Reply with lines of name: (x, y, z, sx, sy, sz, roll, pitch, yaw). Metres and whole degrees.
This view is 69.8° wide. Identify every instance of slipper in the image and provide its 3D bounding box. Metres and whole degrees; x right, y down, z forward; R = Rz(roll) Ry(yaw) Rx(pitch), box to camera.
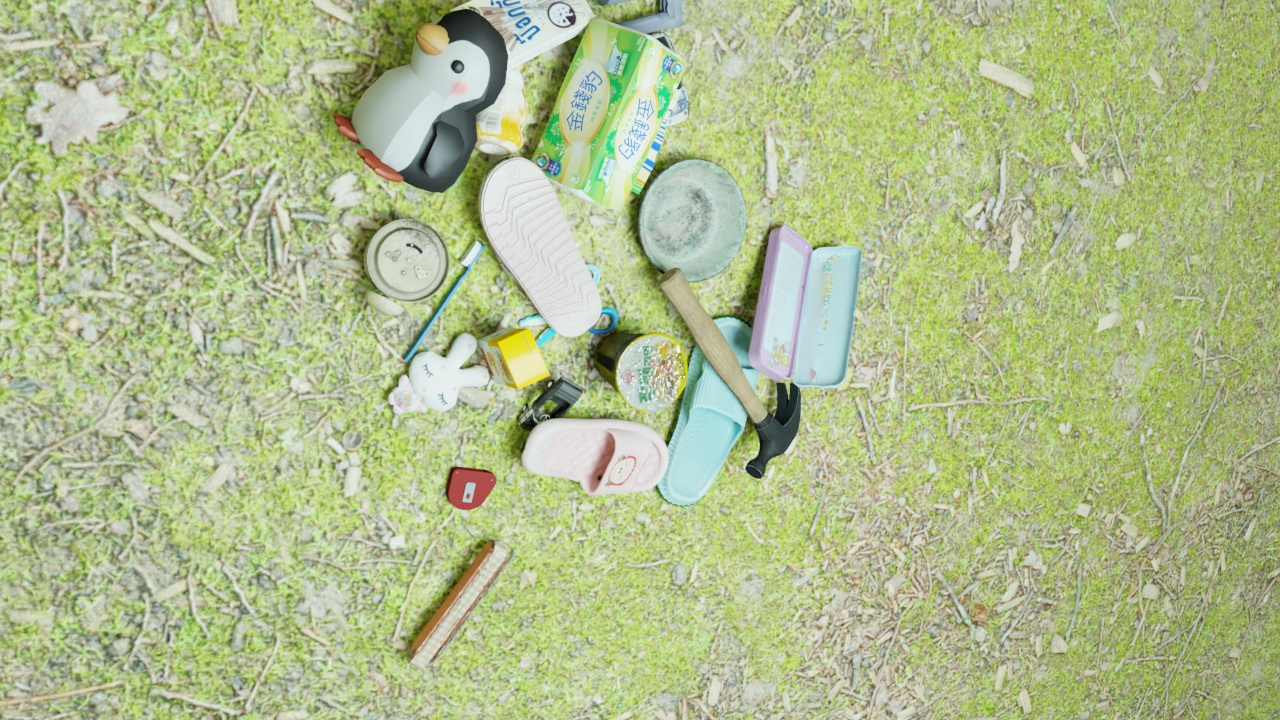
slipper: (-0.052, 0.124, 1.179, 0.221, 0.055, 0.107, 15, 113, -36)
slipper: (-0.126, -0.133, 1.101, 0.094, 0.064, 0.239, -35, 124, -11)
slipper: (0.102, 0.076, 1.256, 0.116, 0.069, 0.276, 18, 94, -31)

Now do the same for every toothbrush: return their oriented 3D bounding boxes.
toothbrush: (-0.235, -0.071, 1.088, 0.014, 0.016, 0.166, 35, 86, -28)

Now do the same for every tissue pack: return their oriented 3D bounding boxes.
tissue pack: (-0.019, -0.278, 1.084, 0.141, 0.120, 0.198, 12, 113, -51)

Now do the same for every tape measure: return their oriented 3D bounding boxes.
tape measure: (-0.212, 0.162, 1.151, 0.059, 0.019, 0.051, 10, 97, -27)

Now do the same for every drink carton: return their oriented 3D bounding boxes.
drink carton: (-0.153, -0.004, 1.086, 0.040, 0.123, 0.058, -26, 101, -19)

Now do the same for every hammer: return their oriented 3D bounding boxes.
hammer: (0.116, 0.003, 1.200, 0.132, 0.040, 0.305, -51, 120, -29)

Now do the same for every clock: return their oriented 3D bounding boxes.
clock: (-0.277, -0.096, 1.042, 0.093, 0.055, 0.140, 29, 81, -28)

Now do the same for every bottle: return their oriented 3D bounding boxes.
bottle: (-0.159, -0.292, 1.049, 0.063, 0.063, 0.108, 12, 82, -27)

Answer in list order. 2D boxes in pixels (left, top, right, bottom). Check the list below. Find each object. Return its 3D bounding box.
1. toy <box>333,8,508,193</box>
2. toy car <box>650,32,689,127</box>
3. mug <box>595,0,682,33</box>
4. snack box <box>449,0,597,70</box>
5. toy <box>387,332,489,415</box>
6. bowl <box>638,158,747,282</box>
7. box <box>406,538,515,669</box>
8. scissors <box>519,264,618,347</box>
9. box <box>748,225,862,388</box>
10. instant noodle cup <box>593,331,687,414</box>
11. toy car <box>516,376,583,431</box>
toy: (-0.206, -0.278, 0.973, 0.184, 0.159, 0.140, -51, 147, 15)
toy car: (0.031, -0.347, 1.138, 0.048, 0.040, 0.113, -26, 112, -17)
mug: (-0.003, -0.447, 1.082, 0.103, 0.084, 0.124, -20, 128, -20)
snack box: (-0.132, -0.384, 1.034, 0.149, 0.026, 0.082, -34, 91, -22)
toy: (-0.242, 0.024, 1.095, 0.125, 0.037, 0.076, -29, 111, -20)
bowl: (0.061, -0.182, 1.191, 0.157, 0.038, 0.157, -6, 104, -24)
box: (-0.225, 0.310, 1.160, 0.187, 0.055, 0.076, -54, 150, -4)
scissors: (-0.087, -0.050, 1.167, 0.140, 0.013, 0.113, -46, 118, -12)
box: (0.222, -0.069, 1.236, 0.140, 0.062, 0.213, 14, 69, -4)
instant noodle cup: (-0.007, 0.007, 1.162, 0.102, 0.108, 0.102, -6, 104, -25)
toy car: (-0.113, 0.059, 1.150, 0.040, 0.037, 0.092, 32, 120, -29)
